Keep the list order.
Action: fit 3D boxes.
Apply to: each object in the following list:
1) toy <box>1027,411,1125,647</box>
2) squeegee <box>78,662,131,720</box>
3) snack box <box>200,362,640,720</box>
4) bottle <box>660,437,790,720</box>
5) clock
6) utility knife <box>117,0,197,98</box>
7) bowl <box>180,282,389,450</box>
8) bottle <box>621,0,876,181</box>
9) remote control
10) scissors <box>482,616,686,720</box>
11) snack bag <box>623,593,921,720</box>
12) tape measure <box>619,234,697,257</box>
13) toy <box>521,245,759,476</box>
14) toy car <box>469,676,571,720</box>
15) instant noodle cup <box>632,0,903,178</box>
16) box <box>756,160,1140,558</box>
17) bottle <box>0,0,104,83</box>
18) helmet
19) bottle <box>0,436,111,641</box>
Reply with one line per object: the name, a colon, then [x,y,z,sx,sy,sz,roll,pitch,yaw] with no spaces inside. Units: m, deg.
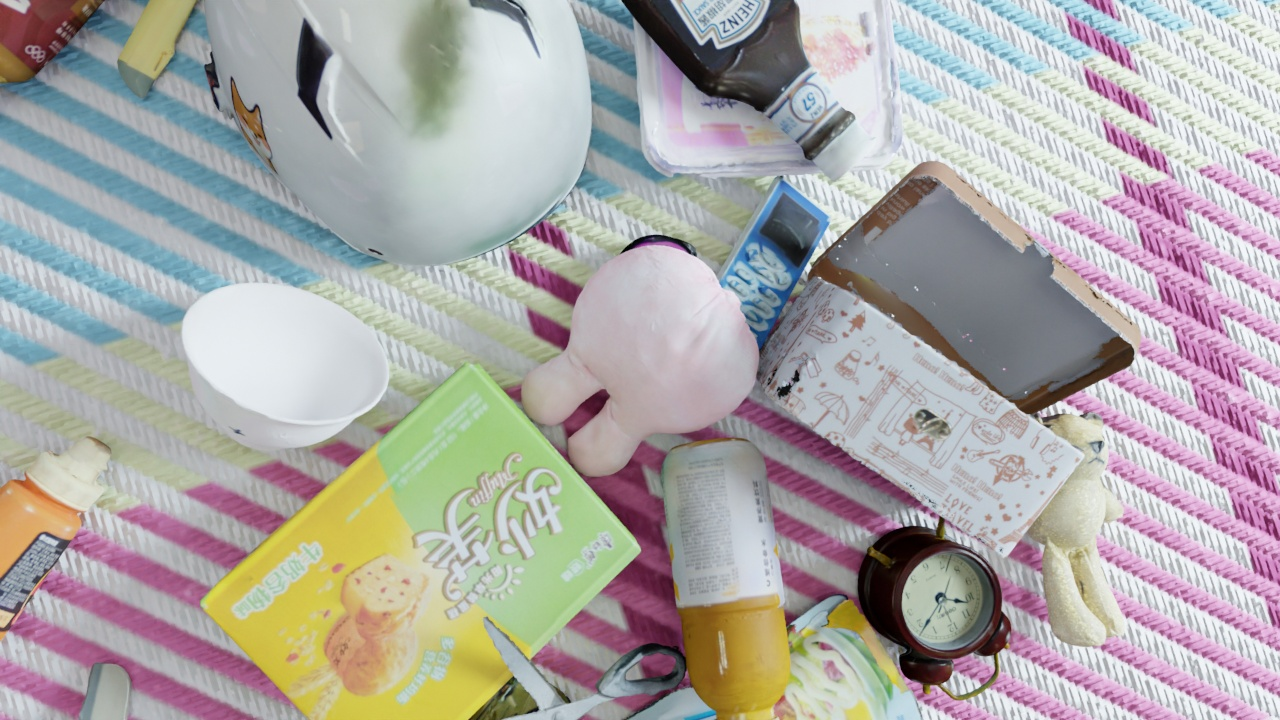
toy: [0.293,0.112,0.620,0.105,0.066,0.157,-1,79,-13]
squeegee: [-0.221,0.317,0.553,0.246,0.039,0.246,7,67,-14]
snack box: [-0.128,0.127,0.561,0.210,0.070,0.157,-43,92,-8]
bottle: [0.055,0.145,0.574,0.068,0.068,0.189,-5,78,-8]
clock: [0.198,0.166,0.609,0.082,0.055,0.122,-25,91,-9]
utility knife: [-0.280,-0.269,0.595,0.031,0.022,0.216,28,90,-6]
bowl: [-0.219,0.015,0.553,0.118,0.118,0.065,31,122,-5]
bottle: [0.067,-0.193,0.564,0.080,0.044,0.195,-44,93,-7]
remote control: [0.083,-0.064,0.615,0.049,0.024,0.124,36,72,-14]
scissors: [-0.044,0.207,0.544,0.159,0.014,0.179,-35,118,-21]
snack bag: [0.081,0.244,0.599,0.191,0.039,0.110,-31,93,-6]
tape measure: [0.011,-0.055,0.608,0.058,0.039,0.057,-2,86,-8]
toy: [-0.003,0.003,0.576,0.160,0.054,0.121,-38,95,24]
toy car: [-0.097,0.269,0.560,0.070,0.042,0.157,36,70,-4]
instant noodle cup: [0.080,-0.186,0.617,0.173,0.060,0.138,-4,87,-7]
box: [0.193,-0.010,0.574,0.182,0.152,0.174,34,100,-4]
bottle: [-0.365,-0.226,0.561,0.057,0.057,0.174,41,82,-3]
helmet: [-0.146,-0.197,0.538,0.230,0.157,0.274,-29,90,-9]
bottle: [-0.370,0.107,0.538,0.067,0.067,0.149,38,75,-4]
